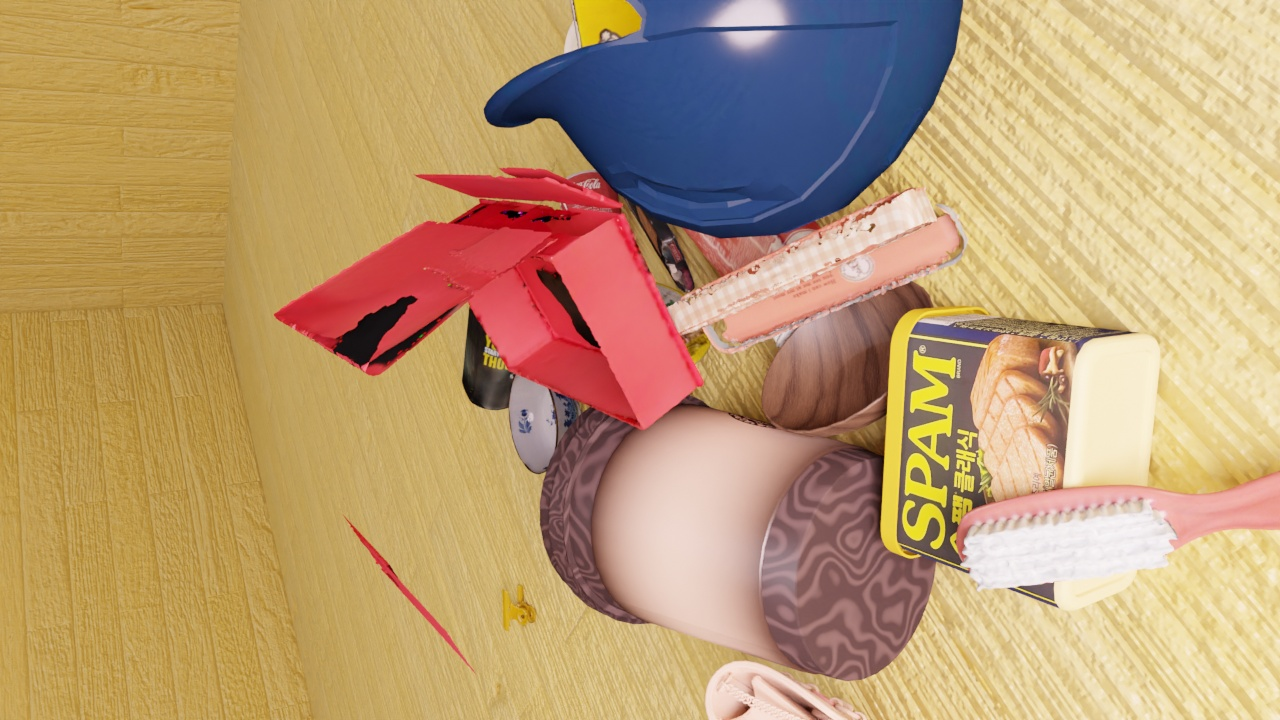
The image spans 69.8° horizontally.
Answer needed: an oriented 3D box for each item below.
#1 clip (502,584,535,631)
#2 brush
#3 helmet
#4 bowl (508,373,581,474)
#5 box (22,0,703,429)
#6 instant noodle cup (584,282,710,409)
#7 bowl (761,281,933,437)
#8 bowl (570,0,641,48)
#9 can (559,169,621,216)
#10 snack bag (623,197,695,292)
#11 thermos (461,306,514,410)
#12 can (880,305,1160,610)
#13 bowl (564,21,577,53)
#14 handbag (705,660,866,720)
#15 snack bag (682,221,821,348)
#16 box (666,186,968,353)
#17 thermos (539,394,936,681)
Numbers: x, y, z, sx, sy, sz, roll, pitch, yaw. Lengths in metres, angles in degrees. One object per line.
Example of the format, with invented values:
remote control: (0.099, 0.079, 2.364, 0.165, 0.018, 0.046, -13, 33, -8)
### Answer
clip: (-0.143, 0.299, 1.100, 0.049, 0.045, 0.054, 2, 98, 14)
brush: (0.218, 0.069, 0.379, 0.173, 0.030, 0.041, -16, 93, 24)
helmet: (0.040, -0.175, 0.518, 0.273, 0.231, 0.223, -10, 111, 27)
bowl: (-0.093, 0.059, 0.953, 0.114, 0.045, 0.114, 14, 107, 57)
box: (-0.145, -0.107, 0.553, 0.212, 0.409, 0.107, 19, 75, 55)
instant noodle cup: (-0.005, 0.005, 0.758, 0.102, 0.102, 0.108, 62, 150, 32)
bowl: (0.131, 0.005, 0.555, 0.119, 0.032, 0.119, -36, 26, 21)
bowl: (-0.013, -0.236, 0.695, 0.117, 0.067, 0.117, 165, 95, -88)
can: (-0.041, -0.119, 0.833, 0.054, 0.054, 0.096, -28, 71, 57)
snack bag: (0.000, -0.128, 0.761, 0.155, 0.018, 0.074, 61, 180, 32)
thermos: (-0.144, -0.045, 0.984, 0.098, 0.098, 0.221, 60, 147, 35)
can: (0.189, 0.045, 0.465, 0.104, 0.075, 0.135, 14, 107, 54)
bowl: (-0.030, -0.264, 0.793, 0.105, 0.054, 0.105, 18, 111, 57)
handbag: (0.069, 0.279, 0.534, 0.117, 0.199, 0.187, 30, 78, 42)
snack bag: (0.068, -0.109, 0.672, 0.225, 0.041, 0.078, 55, 138, 37)
box: (0.099, -0.048, 0.556, 0.188, 0.078, 0.054, -24, 43, 41)
thermos: (0.061, 0.111, 0.607, 0.227, 0.172, 0.173, 6, 99, 52)
